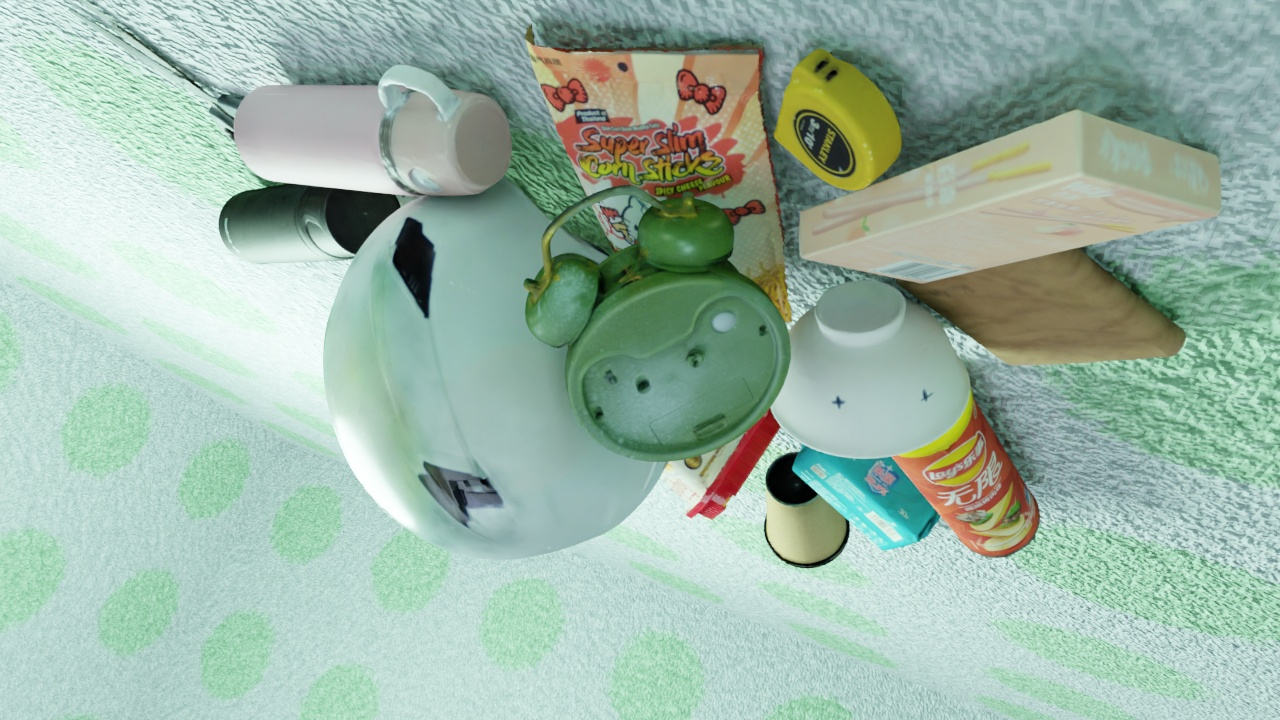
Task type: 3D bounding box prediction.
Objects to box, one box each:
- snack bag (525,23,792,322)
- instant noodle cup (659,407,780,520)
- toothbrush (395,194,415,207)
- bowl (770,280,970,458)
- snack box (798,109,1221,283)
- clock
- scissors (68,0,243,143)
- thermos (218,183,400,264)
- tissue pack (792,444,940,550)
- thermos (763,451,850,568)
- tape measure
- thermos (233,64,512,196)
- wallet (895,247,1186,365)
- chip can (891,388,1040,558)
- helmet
[{"bbox_3d":[0.020,-0.090,0.504,0.129,0.073,0.208,15,153,26],"label":"snack bag"},{"bbox_3d":[0.045,0.067,0.834,0.124,0.116,0.116,34,163,6],"label":"instant noodle cup"},{"bbox_3d":[-0.157,-0.096,0.764,0.017,0.016,0.187,22,165,40],"label":"toothbrush"},{"bbox_3d":[0.130,-0.007,0.535,0.118,0.118,0.065,13,137,30],"label":"bowl"},{"bbox_3d":[0.151,-0.064,0.403,0.084,0.026,0.158,7,171,-28],"label":"snack box"},{"bbox_3d":[0.008,-0.019,0.473,0.161,0.116,0.056,59,-174,-38],"label":"clock"},{"bbox_3d":[-0.330,-0.204,0.682,0.163,0.014,0.165,20,159,17],"label":"scissors"},{"bbox_3d":[-0.276,-0.125,0.752,0.068,0.090,0.243,-15,-167,-39],"label":"thermos"},{"bbox_3d":[0.196,0.107,0.803,0.133,0.050,0.093,41,164,8],"label":"tissue pack"},{"bbox_3d":[0.169,0.155,0.960,0.093,0.092,0.143,15,153,26],"label":"thermos"},{"bbox_3d":[0.088,-0.104,0.401,0.057,0.029,0.060,46,169,13],"label":"tape measure"},{"bbox_3d":[-0.173,-0.144,0.566,0.199,0.067,0.087,12,155,35],"label":"thermos"},{"bbox_3d":[0.209,-0.029,0.493,0.101,0.020,0.115,31,163,-18],"label":"wallet"},{"bbox_3d":[0.235,0.079,0.675,0.073,0.073,0.216,8,156,39],"label":"chip can"},{"bbox_3d":[-0.119,0.017,0.587,0.230,0.145,0.258,-18,97,49],"label":"helmet"}]
